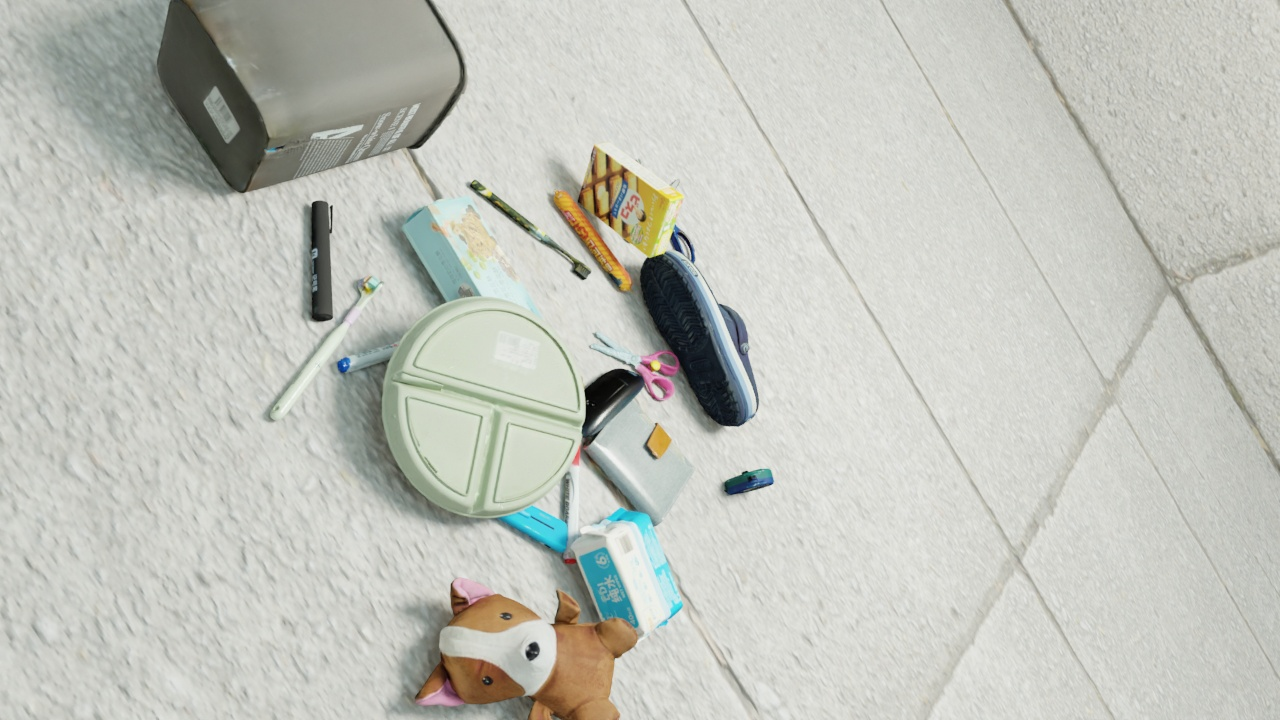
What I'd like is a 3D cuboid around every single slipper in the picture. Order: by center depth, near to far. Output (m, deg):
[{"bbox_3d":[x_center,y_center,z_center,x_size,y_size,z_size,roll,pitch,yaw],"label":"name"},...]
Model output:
[{"bbox_3d":[0.093,-0.037,1.199,0.095,0.105,0.253,-26,91,-37],"label":"slipper"}]

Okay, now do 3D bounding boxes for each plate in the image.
[{"bbox_3d":[-0.150,0.046,0.939,0.229,0.028,0.230,5,82,-37],"label":"plate"}]

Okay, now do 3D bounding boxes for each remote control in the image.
[{"bbox_3d":[-0.043,0.044,1.090,0.053,0.024,0.136,26,42,21],"label":"remote control"}]

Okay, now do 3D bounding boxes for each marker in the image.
[{"bbox_3d":[-0.325,-0.102,0.938,0.022,0.020,0.132,4,67,-30],"label":"marker"},{"bbox_3d":[-0.250,-0.013,0.961,0.145,0.017,0.017,-22,85,-44],"label":"marker"},{"bbox_3d":[-0.077,0.155,1.028,0.017,0.017,0.145,18,60,-33],"label":"marker"}]

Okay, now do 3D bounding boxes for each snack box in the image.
[{"bbox_3d":[-0.185,-0.095,1.021,0.175,0.052,0.074,59,33,-2],"label":"snack box"},{"bbox_3d":[-0.014,-0.204,1.161,0.140,0.087,0.033,39,40,23],"label":"snack box"}]

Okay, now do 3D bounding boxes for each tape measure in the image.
[{"bbox_3d":[0.144,0.155,1.186,0.054,0.058,0.025,-4,73,-39],"label":"tape measure"}]

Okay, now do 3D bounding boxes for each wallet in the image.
[{"bbox_3d":[0.004,0.117,1.101,0.129,0.037,0.106,49,48,-11],"label":"wallet"}]

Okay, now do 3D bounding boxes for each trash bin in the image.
[{"bbox_3d":[-0.328,-0.289,0.913,0.219,0.200,0.198,-37,96,-37],"label":"trash bin"}]

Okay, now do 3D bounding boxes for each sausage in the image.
[{"bbox_3d":[-0.060,-0.154,1.184,0.165,0.022,0.021,53,47,-7],"label":"sausage"}]

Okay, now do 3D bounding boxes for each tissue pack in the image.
[{"bbox_3d":[-0.015,0.236,1.004,0.089,0.063,0.140,-15,81,-57],"label":"tissue pack"}]

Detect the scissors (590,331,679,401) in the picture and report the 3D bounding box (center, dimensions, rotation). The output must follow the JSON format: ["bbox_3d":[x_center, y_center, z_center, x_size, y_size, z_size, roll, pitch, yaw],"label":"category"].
[{"bbox_3d":[-0.009,0.009,1.159,0.137,0.017,0.076,18,68,-28],"label":"scissors"}]

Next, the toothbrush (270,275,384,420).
[{"bbox_3d":[-0.311,-0.015,0.910,0.020,0.029,0.189,76,30,-47],"label":"toothbrush"}]

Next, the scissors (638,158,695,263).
[{"bbox_3d":[0.026,-0.204,1.287,0.162,0.012,0.176,-30,90,-44],"label":"scissors"}]

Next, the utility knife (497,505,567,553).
[{"bbox_3d":[-0.152,0.149,0.967,0.185,0.018,0.034,34,53,-22],"label":"utility knife"}]

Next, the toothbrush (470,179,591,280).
[{"bbox_3d":[-0.134,-0.159,1.131,0.186,0.012,0.017,37,61,-21],"label":"toothbrush"}]

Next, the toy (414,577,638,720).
[{"bbox_3d":[-0.105,0.288,0.879,0.199,0.131,0.140,24,62,-19],"label":"toy"}]

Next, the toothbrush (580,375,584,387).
[{"bbox_3d":[-0.144,0.010,1.041,0.190,0.016,0.016,13,57,-35],"label":"toothbrush"}]
